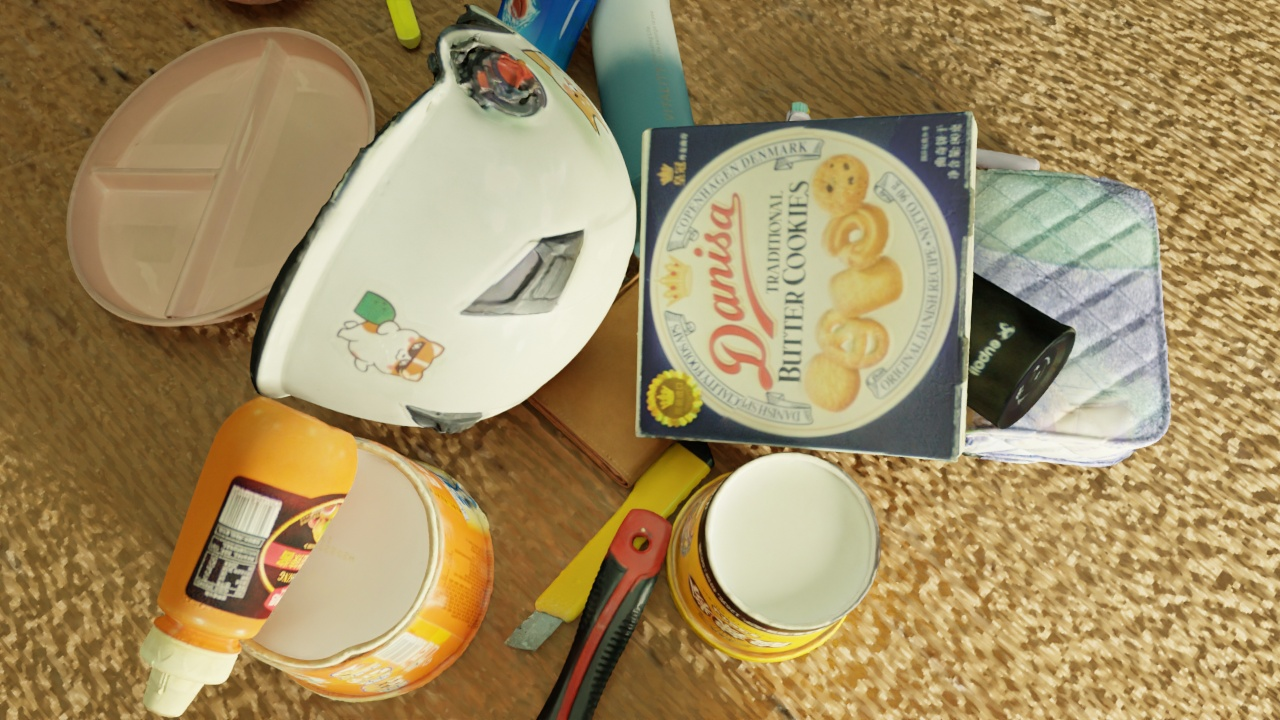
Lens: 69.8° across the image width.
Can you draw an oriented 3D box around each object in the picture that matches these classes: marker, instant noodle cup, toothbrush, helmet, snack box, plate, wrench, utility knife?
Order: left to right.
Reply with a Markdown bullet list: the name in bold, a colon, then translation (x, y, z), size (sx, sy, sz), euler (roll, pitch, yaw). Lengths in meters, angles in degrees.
- **plate**: translation (-0.277, -0.123, 0.615), size (0.230, 0.028, 0.229), euler (-6, 66, 13)
- **instant noodle cup**: translation (-0.163, 0.113, 0.518), size (0.151, 0.111, 0.151), euler (1, 71, -2)
- **marker**: translation (-0.193, -0.292, 0.714), size (0.018, 0.015, 0.124), euler (-17, 69, -9)
- **helmet**: translation (-0.088, -0.061, 0.525), size (0.157, 0.231, 0.273), euler (28, 29, -13)
- **wrench**: translation (-0.042, 0.215, 0.525), size (0.056, 0.016, 0.273), euler (17, 75, 11)
- **utility knife**: translation (-0.016, 0.113, 0.574), size (0.033, 0.015, 0.180), euler (36, 73, 30)
- **instant noodle cup**: translation (0.077, 0.110, 0.526), size (0.118, 0.115, 0.118), euler (1, 71, -2)
- **snack box**: translation (0.089, -0.040, 0.515), size (0.183, 0.045, 0.178), euler (2, 91, 20)
- **toothbrush**: translation (0.202, -0.163, 0.680), size (0.189, 0.029, 0.021), euler (12, 110, 1)

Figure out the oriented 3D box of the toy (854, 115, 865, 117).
- **toy**: translation (0.171, -0.118, 0.642), size (0.084, 0.039, 0.108), euler (20, 90, 27)

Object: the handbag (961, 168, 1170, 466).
- **handbag**: translation (0.263, -0.026, 0.604), size (0.134, 0.076, 0.193), euler (7, 69, 6)

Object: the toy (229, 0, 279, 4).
- **toy**: translation (-0.310, -0.335, 0.707), size (0.159, 0.054, 0.121), euler (31, 71, 17)

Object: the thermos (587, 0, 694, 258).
- **thermos**: translation (0.006, -0.169, 0.636), size (0.070, 0.070, 0.220), euler (-7, 64, -5)

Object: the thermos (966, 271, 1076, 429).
- **thermos**: translation (0.140, -0.045, 0.581), size (0.242, 0.068, 0.090), euler (39, 113, 33)

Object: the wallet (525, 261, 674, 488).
- **wallet**: translation (-0.004, 0.004, 0.605), size (0.108, 0.031, 0.131), euler (40, 69, 13)

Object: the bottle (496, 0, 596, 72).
- **bottle**: translation (-0.058, -0.263, 0.638), size (0.065, 0.065, 0.219), euler (24, 97, 6)

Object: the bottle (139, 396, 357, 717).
- **bottle**: translation (-0.191, 0.094, 0.433), size (0.067, 0.067, 0.149), euler (22, 79, 6)
